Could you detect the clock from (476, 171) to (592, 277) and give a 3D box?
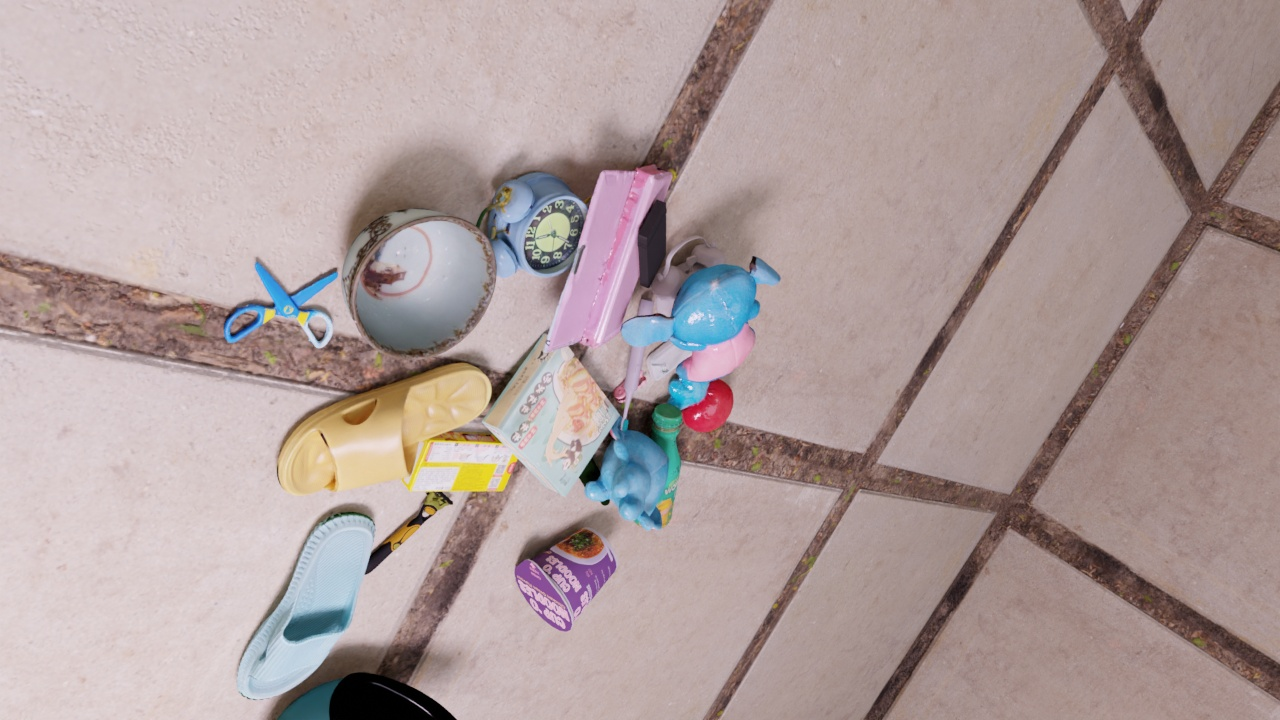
[{"bbox_3d":[-0.125,-0.150,1.040,0.161,0.060,0.118,-13,127,-42],"label":"clock"}]

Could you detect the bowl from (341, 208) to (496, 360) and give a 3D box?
[{"bbox_3d":[-0.240,-0.091,0.943,0.159,0.094,0.160,-25,134,-30],"label":"bowl"}]

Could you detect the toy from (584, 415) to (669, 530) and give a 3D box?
[{"bbox_3d":[-0.021,0.176,1.307,0.180,0.115,0.183,-51,123,-72],"label":"toy"}]

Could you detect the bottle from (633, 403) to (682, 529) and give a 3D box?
[{"bbox_3d":[0.029,0.164,1.423,0.068,0.068,0.210,-17,129,-36],"label":"bottle"}]

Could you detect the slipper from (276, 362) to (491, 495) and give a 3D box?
[{"bbox_3d":[-0.280,0.083,1.048,0.262,0.078,0.100,-26,132,-30],"label":"slipper"}]

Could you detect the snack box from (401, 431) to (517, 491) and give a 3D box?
[{"bbox_3d":[-0.226,0.130,1.178,0.152,0.025,0.075,9,112,-47],"label":"snack box"}]

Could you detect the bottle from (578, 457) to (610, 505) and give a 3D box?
[{"bbox_3d":[-0.070,0.180,1.366,0.033,0.033,0.123,-41,140,-15],"label":"bottle"}]

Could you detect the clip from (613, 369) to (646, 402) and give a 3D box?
[{"bbox_3d":[-0.014,0.032,1.320,0.059,0.023,0.045,-25,129,-32],"label":"clip"}]

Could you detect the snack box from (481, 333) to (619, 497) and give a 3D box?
[{"bbox_3d":[-0.114,0.076,1.216,0.141,0.044,0.194,-56,144,-19],"label":"snack box"}]

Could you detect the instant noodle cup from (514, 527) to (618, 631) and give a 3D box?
[{"bbox_3d":[-0.105,0.314,1.380,0.121,0.122,0.137,-37,130,-34],"label":"instant noodle cup"}]

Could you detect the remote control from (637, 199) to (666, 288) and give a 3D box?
[{"bbox_3d":[0.015,-0.144,1.155,0.133,0.013,0.058,88,27,-67],"label":"remote control"}]

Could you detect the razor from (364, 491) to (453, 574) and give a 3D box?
[{"bbox_3d":[-0.305,0.222,1.175,0.144,0.021,0.044,-42,140,-9],"label":"razor"}]

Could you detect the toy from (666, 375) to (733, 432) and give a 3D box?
[{"bbox_3d":[0.091,0.059,1.419,0.133,0.062,0.092,41,78,-34],"label":"toy"}]

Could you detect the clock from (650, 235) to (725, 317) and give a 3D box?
[{"bbox_3d":[0.073,-0.100,1.275,0.119,0.061,0.159,-33,139,-23],"label":"clock"}]

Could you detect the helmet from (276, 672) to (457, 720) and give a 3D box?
[{"bbox_3d":[-0.363,0.540,1.205,0.274,0.176,0.200,34,110,-28],"label":"helmet"}]

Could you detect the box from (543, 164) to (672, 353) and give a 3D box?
[{"bbox_3d":[-0.034,-0.121,1.116,0.178,0.040,0.233,-32,144,-63],"label":"box"}]

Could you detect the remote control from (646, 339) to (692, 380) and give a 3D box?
[{"bbox_3d":[0.066,-0.022,1.357,0.133,0.022,0.050,-38,139,-18],"label":"remote control"}]

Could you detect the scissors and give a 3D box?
[{"bbox_3d":[-0.356,-0.051,0.923,0.125,0.013,0.126,-38,143,-16],"label":"scissors"}]

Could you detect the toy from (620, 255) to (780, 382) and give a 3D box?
[{"bbox_3d":[0.090,-0.045,1.226,0.223,0.099,0.192,-28,144,-13],"label":"toy"}]

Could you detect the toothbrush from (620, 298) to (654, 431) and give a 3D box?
[{"bbox_3d":[-0.008,0.007,1.273,0.018,0.019,0.188,1,104,-48],"label":"toothbrush"}]

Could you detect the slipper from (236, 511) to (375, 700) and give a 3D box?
[{"bbox_3d":[-0.394,0.309,1.114,0.115,0.069,0.276,14,107,-52],"label":"slipper"}]
